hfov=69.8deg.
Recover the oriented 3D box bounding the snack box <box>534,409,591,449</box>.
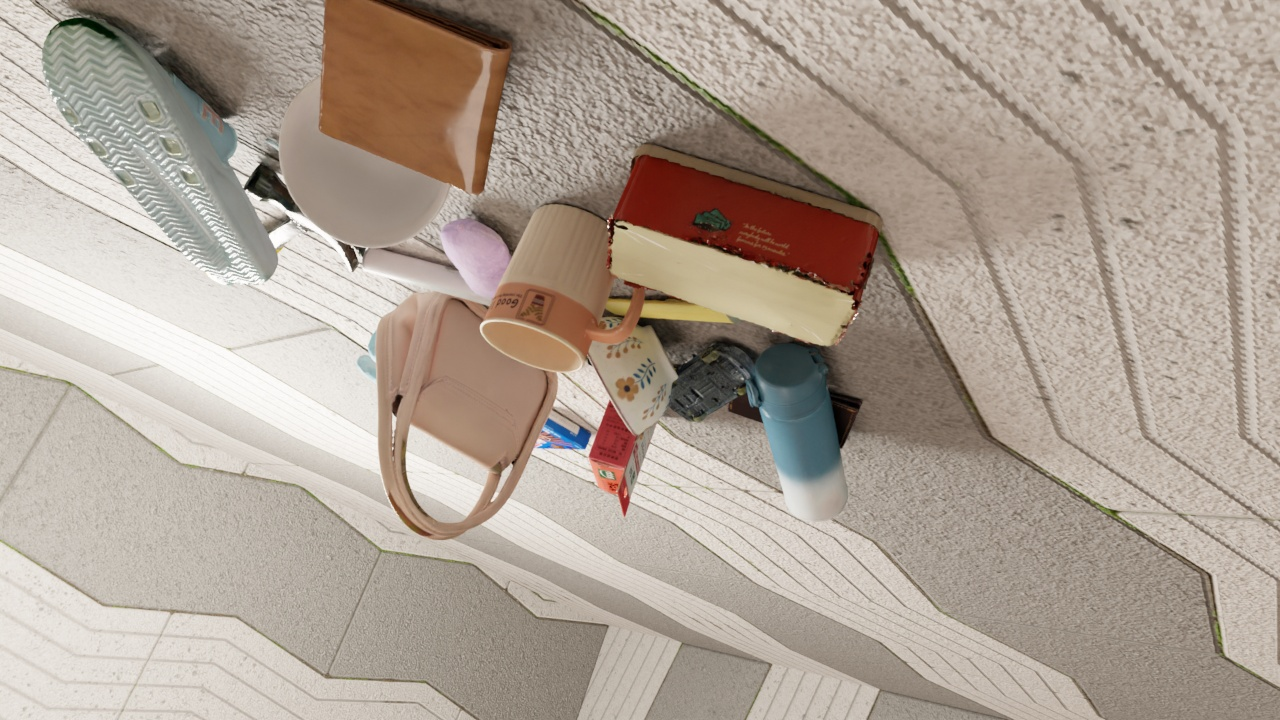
[{"bbox_3d":[-0.149,0.093,1.251,0.157,0.026,0.084,-5,149,47],"label":"snack box"}]

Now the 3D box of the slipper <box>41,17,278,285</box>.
[{"bbox_3d":[-0.371,-0.166,0.747,0.104,0.074,0.246,1,136,23],"label":"slipper"}]

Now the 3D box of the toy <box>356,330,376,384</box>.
[{"bbox_3d":[-0.253,0.001,1.014,0.161,0.050,0.156,12,-149,-52],"label":"toy"}]

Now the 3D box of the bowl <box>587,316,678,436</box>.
[{"bbox_3d":[-0.005,0.005,0.836,0.062,0.113,0.113,-29,147,3],"label":"bowl"}]

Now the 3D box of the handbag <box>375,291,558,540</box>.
[{"bbox_3d":[-0.186,0.064,0.925,0.094,0.233,0.193,-15,144,33],"label":"handbag"}]

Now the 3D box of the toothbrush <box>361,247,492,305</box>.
[{"bbox_3d":[-0.159,-0.069,0.865,0.221,0.026,0.026,15,-160,12],"label":"toothbrush"}]

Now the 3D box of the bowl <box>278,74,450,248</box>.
[{"bbox_3d":[-0.179,-0.142,0.636,0.118,0.118,0.064,20,-162,-1],"label":"bowl"}]

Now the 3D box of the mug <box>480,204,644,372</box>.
[{"bbox_3d":[-0.052,-0.053,0.701,0.115,0.105,0.082,10,157,24],"label":"mug"}]

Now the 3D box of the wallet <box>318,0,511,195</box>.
[{"bbox_3d":[-0.142,-0.166,0.565,0.115,0.020,0.101,22,129,1],"label":"wallet"}]

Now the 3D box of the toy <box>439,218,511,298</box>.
[{"bbox_3d":[-0.132,-0.084,0.789,0.084,0.038,0.108,13,155,19],"label":"toy"}]

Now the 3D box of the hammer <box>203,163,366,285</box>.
[{"bbox_3d":[-0.385,-0.116,0.945,0.126,0.031,0.324,34,155,-30],"label":"hammer"}]

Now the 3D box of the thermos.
[{"bbox_3d":[0.147,0.069,0.840,0.070,0.070,0.221,9,146,26],"label":"thermos"}]

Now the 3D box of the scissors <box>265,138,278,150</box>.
[{"bbox_3d":[-0.249,-0.149,0.770,0.096,0.017,0.137,6,151,34],"label":"scissors"}]

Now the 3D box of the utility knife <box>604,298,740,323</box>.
[{"bbox_3d":[0.017,-0.043,0.787,0.173,0.018,0.031,1,148,37],"label":"utility knife"}]

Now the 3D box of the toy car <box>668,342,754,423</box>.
[{"bbox_3d":[0.063,0.019,0.861,0.054,0.036,0.121,43,144,-8],"label":"toy car"}]

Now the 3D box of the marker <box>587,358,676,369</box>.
[{"bbox_3d":[0.001,0.011,0.934,0.124,0.015,0.018,9,150,24],"label":"marker"}]

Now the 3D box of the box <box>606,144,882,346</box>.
[{"bbox_3d":[0.063,-0.066,0.606,0.168,0.079,0.091,18,158,5],"label":"box"}]

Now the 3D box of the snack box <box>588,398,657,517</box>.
[{"bbox_3d":[-0.020,0.094,1.002,0.044,0.127,0.113,16,158,10],"label":"snack box"}]

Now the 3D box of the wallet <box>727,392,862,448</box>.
[{"bbox_3d":[0.146,0.046,0.890,0.122,0.020,0.096,17,154,11],"label":"wallet"}]
